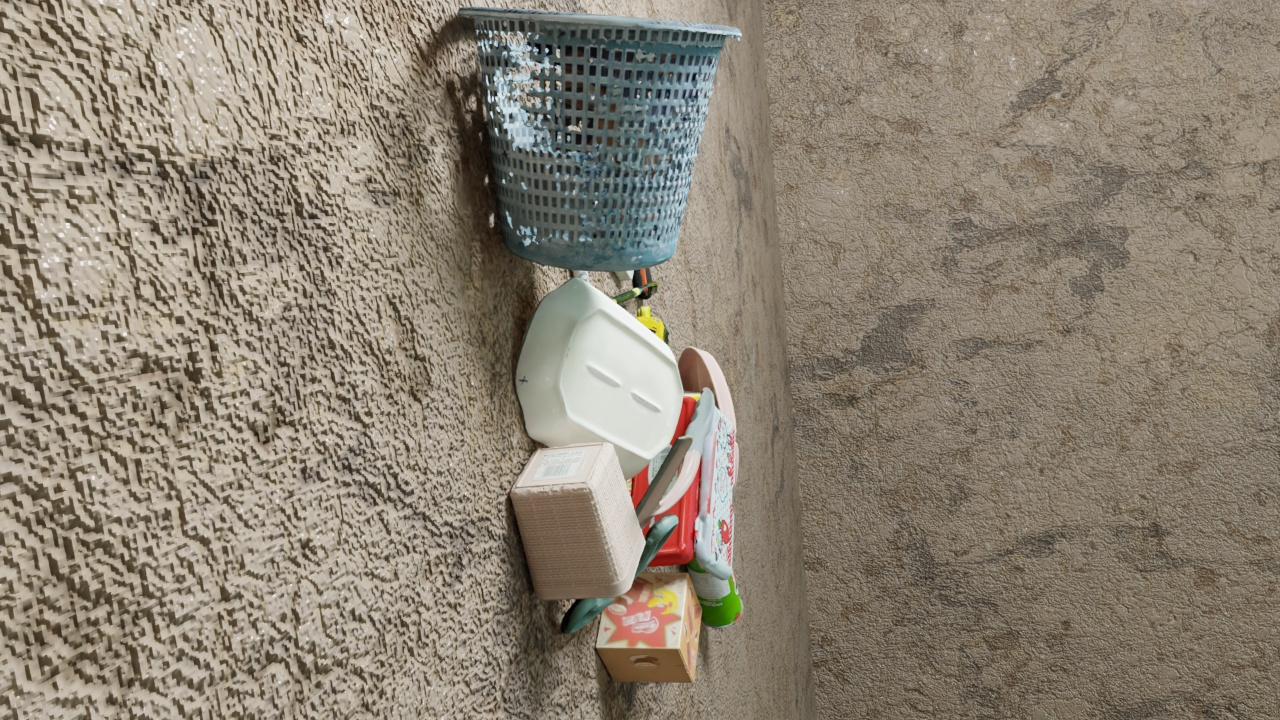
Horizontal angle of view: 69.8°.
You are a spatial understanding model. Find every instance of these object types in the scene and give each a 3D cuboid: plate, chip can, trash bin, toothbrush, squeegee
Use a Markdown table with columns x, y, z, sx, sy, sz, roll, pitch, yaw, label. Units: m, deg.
| x | y | z | sx | sy | sz | roll | pitch | yaw | label |
| --- | --- | --- | --- | --- | --- | --- | --- | --- | --- |
| -0.026 | 0.026 | 0.903 | 0.265 | 0.034 | 0.161 | 37 | 66 | -53 | plate |
| 0.093 | 0.093 | 1.286 | 0.230 | 0.028 | 0.229 | 172 | -89 | -77 | plate |
| 0.103 | 0.306 | 1.387 | 0.072 | 0.072 | 0.236 | -75 | 156 | -50 | chip can |
| -0.039 | -0.184 | 0.766 | 0.226 | 0.227 | 0.195 | -52 | 149 | -68 | trash bin |
| -0.011 | -0.079 | 1.138 | 0.185 | 0.012 | 0.017 | -32 | 131 | -67 | toothbrush |
| 0.044 | 0.103 | 0.961 | 0.248 | 0.040 | 0.248 | -64 | 175 | 38 | squeegee |

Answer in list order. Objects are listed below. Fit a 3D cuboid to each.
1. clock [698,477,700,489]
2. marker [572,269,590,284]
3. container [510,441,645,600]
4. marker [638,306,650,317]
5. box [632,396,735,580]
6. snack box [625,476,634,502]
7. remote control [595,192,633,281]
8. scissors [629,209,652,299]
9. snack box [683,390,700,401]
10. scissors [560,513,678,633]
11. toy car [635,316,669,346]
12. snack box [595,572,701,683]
| x | y | z | sx | sy | sz | roll | pitch | yaw | label |
| --- | --- | --- | --- | --- | --- | --- | --- | --- | --- |
| 0.042 | 0.137 | 1.160 | 0.116 | 0.056 | 0.161 | 92 | -10 | -63 | clock |
| -0.059 | -0.071 | 0.984 | 0.017 | 0.017 | 0.145 | -70 | 152 | -55 | marker |
| -0.056 | 0.139 | 0.813 | 0.089 | 0.090 | 0.111 | -63 | 143 | -62 | container |
| 0.007 | -0.010 | 1.222 | 0.018 | 0.015 | 0.124 | -25 | 113 | -73 | marker |
| 0.054 | 0.149 | 1.064 | 0.100 | 0.102 | 0.201 | 48 | 40 | -51 | box |
| -0.017 | 0.160 | 1.066 | 0.156 | 0.026 | 0.086 | -45 | 129 | -70 | snack box |
| -0.034 | -0.151 | 1.086 | 0.150 | 0.021 | 0.058 | 56 | 33 | -63 | remote control |
| 0.002 | -0.195 | 1.225 | 0.220 | 0.022 | 0.234 | -32 | 118 | -73 | scissors |
| 0.066 | 0.087 | 1.264 | 0.140 | 0.033 | 0.087 | 178 | -95 | -76 | snack box |
| -0.029 | 0.223 | 0.904 | 0.180 | 0.019 | 0.171 | -31 | 159 | -48 | scissors |
| -0.006 | 0.006 | 1.057 | 0.041 | 0.071 | 0.155 | 67 | 24 | -48 | toy car |
| 0.011 | 0.293 | 1.008 | 0.094 | 0.093 | 0.077 | -78 | 158 | -44 | snack box |
